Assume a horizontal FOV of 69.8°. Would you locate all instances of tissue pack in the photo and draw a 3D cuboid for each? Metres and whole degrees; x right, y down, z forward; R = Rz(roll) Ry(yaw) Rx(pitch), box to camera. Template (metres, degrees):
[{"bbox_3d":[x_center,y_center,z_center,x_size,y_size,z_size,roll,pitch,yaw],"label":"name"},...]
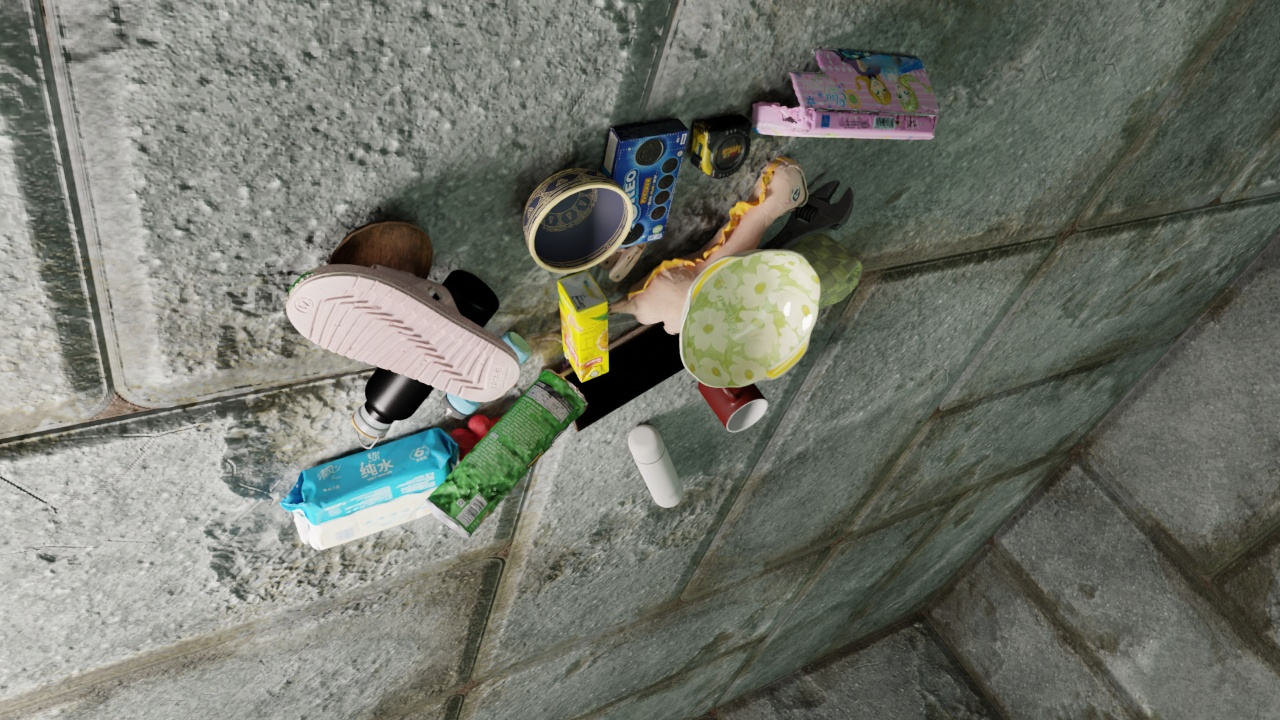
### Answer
[{"bbox_3d":[-0.322,0.159,1.111,0.209,0.066,0.117,-19,146,-21],"label":"tissue pack"}]

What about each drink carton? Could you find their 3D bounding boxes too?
[{"bbox_3d":[-0.067,-0.037,1.085,0.043,0.058,0.135,-21,147,-16],"label":"drink carton"}]

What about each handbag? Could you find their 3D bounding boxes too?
[{"bbox_3d":[0.199,-0.085,1.216,0.186,0.113,0.117,-31,155,-6],"label":"handbag"}]

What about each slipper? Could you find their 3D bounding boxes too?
[{"bbox_3d":[-0.221,-0.035,0.889,0.239,0.064,0.094,28,117,-37],"label":"slipper"}]

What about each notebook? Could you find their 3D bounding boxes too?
[{"bbox_3d":[-0.007,0.007,1.232,0.209,0.008,0.141,-30,148,-14],"label":"notebook"}]

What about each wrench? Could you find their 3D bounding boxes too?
[{"bbox_3d":[0.153,-0.128,1.157,0.274,0.073,0.018,-40,148,14],"label":"wrench"}]

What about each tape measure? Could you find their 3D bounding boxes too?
[{"bbox_3d":[0.086,-0.230,0.987,0.067,0.038,0.063,-20,138,-27],"label":"tape measure"}]

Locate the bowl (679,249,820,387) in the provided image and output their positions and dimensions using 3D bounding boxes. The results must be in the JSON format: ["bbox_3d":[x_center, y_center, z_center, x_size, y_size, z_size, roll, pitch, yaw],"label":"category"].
[{"bbox_3d":[0.120,-0.060,1.092,0.188,0.060,0.219,-43,132,7],"label":"bowl"}]

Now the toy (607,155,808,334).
[{"bbox_3d":[0.086,-0.135,1.090,0.195,0.065,0.265,5,130,-51],"label":"toy"}]

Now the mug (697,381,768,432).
[{"bbox_3d":[0.131,0.046,1.354,0.073,0.082,0.105,-37,148,5],"label":"mug"}]

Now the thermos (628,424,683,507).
[{"bbox_3d":[0.025,0.168,1.449,0.052,0.052,0.224,-31,148,-6],"label":"thermos"}]

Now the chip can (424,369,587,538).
[{"bbox_3d":[-0.162,0.113,1.115,0.222,0.075,0.075,-48,152,-18],"label":"chip can"}]

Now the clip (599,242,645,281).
[{"bbox_3d":[-0.016,-0.113,1.046,0.061,0.043,0.024,-39,150,17],"label":"clip"}]

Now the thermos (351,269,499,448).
[{"bbox_3d":[-0.242,0.007,0.983,0.232,0.061,0.061,-48,146,21],"label":"thermos"}]

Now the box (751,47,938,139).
[{"bbox_3d":[0.234,-0.296,1.015,0.229,0.085,0.097,-8,108,-35],"label":"box"}]

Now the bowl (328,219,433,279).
[{"bbox_3d":[-0.250,-0.095,0.872,0.101,0.026,0.114,-9,141,-33],"label":"bowl"}]

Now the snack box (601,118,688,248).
[{"bbox_3d":[-0.004,-0.184,0.975,0.082,0.027,0.151,-17,144,-24],"label":"snack box"}]

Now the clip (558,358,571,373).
[{"bbox_3d":[-0.097,0.017,1.175,0.036,0.013,0.053,0,132,-44],"label":"clip"}]

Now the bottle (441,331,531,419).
[{"bbox_3d":[-0.185,0.022,1.075,0.130,0.040,0.040,-43,147,14],"label":"bottle"}]

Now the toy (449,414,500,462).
[{"bbox_3d":[-0.193,0.109,1.179,0.091,0.045,0.135,-37,147,-3],"label":"toy"}]

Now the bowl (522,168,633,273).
[{"bbox_3d":[-0.071,-0.150,0.925,0.112,0.061,0.113,-22,146,-16],"label":"bowl"}]
